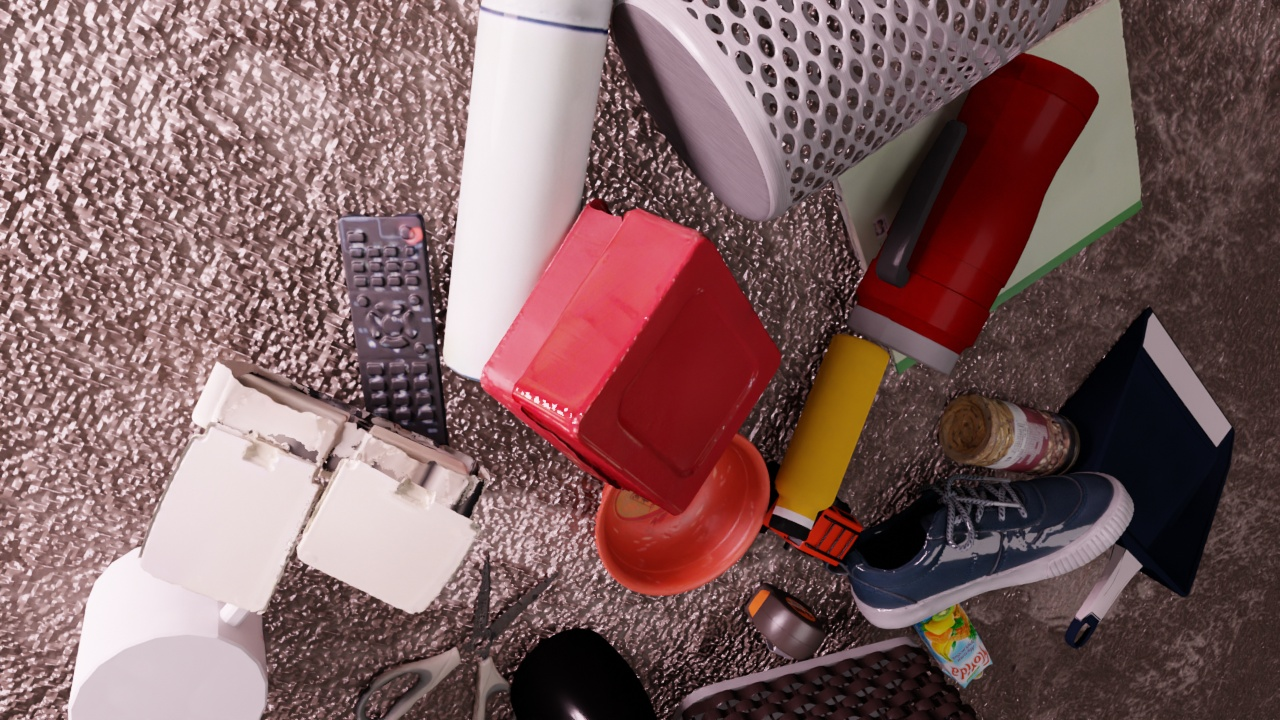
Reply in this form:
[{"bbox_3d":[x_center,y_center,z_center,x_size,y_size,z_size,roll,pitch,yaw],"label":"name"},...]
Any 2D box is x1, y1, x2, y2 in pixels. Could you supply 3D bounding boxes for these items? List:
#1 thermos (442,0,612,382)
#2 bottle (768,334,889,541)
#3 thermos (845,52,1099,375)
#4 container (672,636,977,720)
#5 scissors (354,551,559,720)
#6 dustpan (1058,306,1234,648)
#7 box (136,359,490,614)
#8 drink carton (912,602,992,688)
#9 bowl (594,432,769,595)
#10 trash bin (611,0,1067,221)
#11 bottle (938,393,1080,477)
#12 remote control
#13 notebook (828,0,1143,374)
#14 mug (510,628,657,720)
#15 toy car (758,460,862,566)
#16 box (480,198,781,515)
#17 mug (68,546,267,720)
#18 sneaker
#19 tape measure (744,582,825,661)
[{"bbox_3d":[-0.062,-0.101,0.489,0.067,0.068,0.230,1,115,-26],"label":"thermos"},{"bbox_3d":[0.129,0.055,0.645,0.043,0.043,0.143,29,80,-32],"label":"bottle"},{"bbox_3d":[0.209,-0.097,0.599,0.108,0.084,0.199,18,101,-47],"label":"thermos"},{"bbox_3d":[0.153,0.387,0.676,0.245,0.243,0.248,-5,130,-23],"label":"container"},{"bbox_3d":[-0.121,0.211,0.638,0.157,0.012,0.171,-20,118,-18],"label":"scissors"},{"bbox_3d":[0.449,0.132,0.831,0.236,0.080,0.273,37,93,-33],"label":"dustpan"},{"bbox_3d":[-0.156,0.076,0.433,0.143,0.187,0.105,25,84,-11],"label":"box"},{"bbox_3d":[0.275,0.243,0.822,0.044,0.038,0.129,-40,123,-5],"label":"drink carton"},{"bbox_3d":[0.023,0.095,0.635,0.130,0.045,0.131,-10,115,-21],"label":"bowl"},{"bbox_3d":[0.097,-0.182,0.487,0.183,0.156,0.156,-37,122,-4],"label":"trash bin"},{"bbox_3d":[0.299,0.062,0.744,0.105,0.056,0.056,12,106,-29],"label":"bottle"},{"bbox_3d":[-0.138,-0.011,0.524,0.047,0.022,0.150,0,113,1],"label":"remote control"},{"bbox_3d":[0.266,-0.124,0.675,0.252,0.010,0.182,-33,121,-9],"label":"notebook"},{"bbox_3d":[-0.044,0.261,0.634,0.118,0.100,0.085,-43,129,-11],"label":"mug"},{"bbox_3d":[0.122,0.118,0.689,0.100,0.049,0.051,29,97,-32],"label":"toy car"},{"bbox_3d":[-0.001,0.004,0.516,0.128,0.087,0.157,-56,150,-8],"label":"box"},{"bbox_3d":[-0.247,0.149,0.505,0.121,0.090,0.091,-49,123,1],"label":"mug"},{"bbox_3d":[0.262,0.131,0.725,0.236,0.089,0.087,-26,116,8],"label":"sneaker"},{"bbox_3d":[0.115,0.210,0.722,0.058,0.059,0.038,32,96,-30],"label":"tape measure"}]
